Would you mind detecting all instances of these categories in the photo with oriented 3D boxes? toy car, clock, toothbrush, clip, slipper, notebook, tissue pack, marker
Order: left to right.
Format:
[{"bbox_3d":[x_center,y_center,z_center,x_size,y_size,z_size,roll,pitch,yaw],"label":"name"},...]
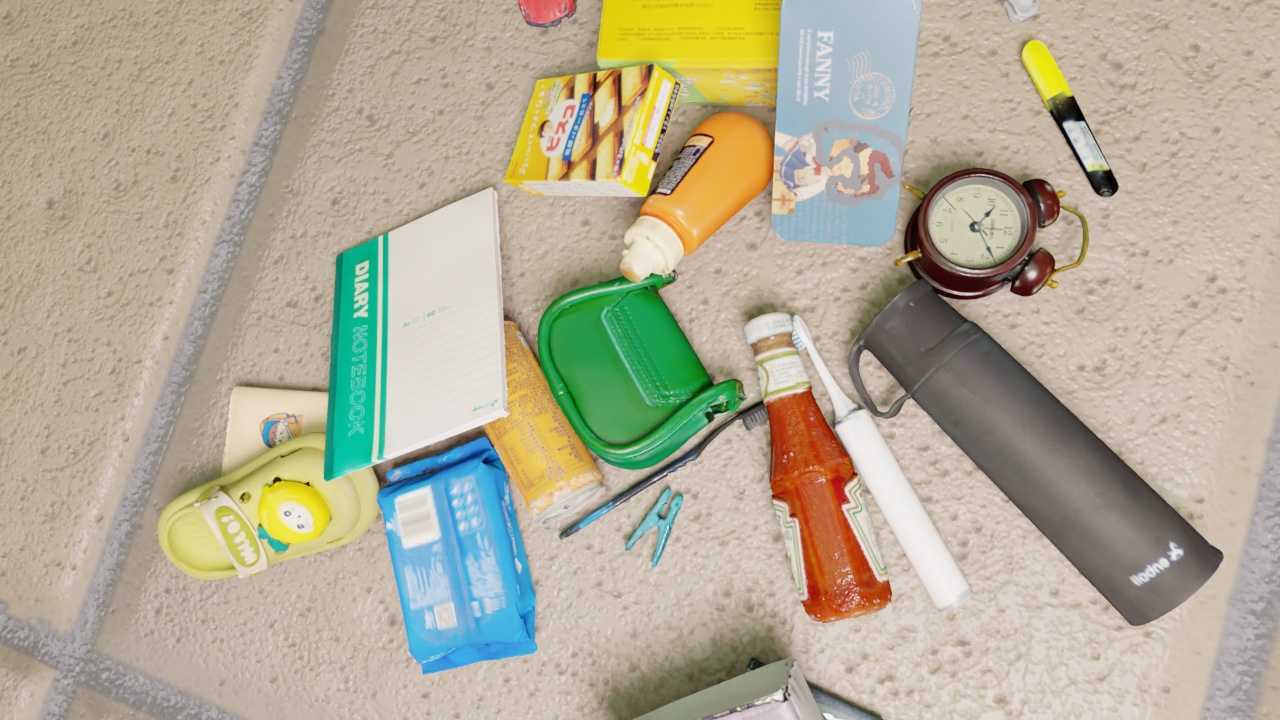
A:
[{"bbox_3d":[-0.283,0.124,0.678,0.191,0.081,0.092,-21,109,15],"label":"slipper"},{"bbox_3d":[-0.167,-0.025,0.676,0.150,0.012,0.208,-21,54,16],"label":"notebook"},{"bbox_3d":[-0.130,0.142,0.664,0.095,0.052,0.157,-18,77,11],"label":"tissue pack"},{"bbox_3d":[-0.078,-0.323,0.746,0.049,0.031,0.106,-6,81,13],"label":"toy car"},{"bbox_3d":[0.013,0.118,0.656,0.039,0.013,0.056,30,89,15],"label":"clip"},{"bbox_3d":[0.021,0.080,0.661,0.189,0.014,0.016,-33,91,5],"label":"toothbrush"},{"bbox_3d":[0.157,0.064,0.625,0.026,0.026,0.221,-36,73,30],"label":"toothbrush"},{"bbox_3d":[0.236,-0.085,0.619,0.122,0.055,0.082,7,82,12],"label":"clock"},{"bbox_3d":[0.268,-0.271,0.665,0.027,0.045,0.058,-30,81,5],"label":"clip"},{"bbox_3d":[0.300,-0.169,0.642,0.018,0.015,0.124,-24,79,8],"label":"marker"}]

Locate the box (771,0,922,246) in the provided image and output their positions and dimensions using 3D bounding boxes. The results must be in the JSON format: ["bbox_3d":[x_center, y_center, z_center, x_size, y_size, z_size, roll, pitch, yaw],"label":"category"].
[{"bbox_3d":[0.134,-0.169,0.604,0.090,0.059,0.184,4,124,14],"label":"box"}]

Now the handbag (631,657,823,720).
[{"bbox_3d":[0.067,0.302,0.552,0.145,0.098,0.197,-24,81,8],"label":"handbag"}]

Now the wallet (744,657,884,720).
[{"bbox_3d":[0.095,0.273,0.608,0.097,0.019,0.121,22,88,15],"label":"wallet"}]

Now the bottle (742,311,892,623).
[{"bbox_3d":[0.112,0.068,0.616,0.060,0.059,0.206,-17,79,9],"label":"bottle"}]

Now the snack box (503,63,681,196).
[{"bbox_3d":[-0.038,-0.166,0.674,0.141,0.033,0.087,12,83,49],"label":"snack box"}]

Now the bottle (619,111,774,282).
[{"bbox_3d":[0.035,-0.110,0.643,0.067,0.067,0.149,33,66,16],"label":"bottle"}]

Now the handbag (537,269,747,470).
[{"bbox_3d":[-0.004,0.004,0.651,0.120,0.068,0.131,-31,74,0],"label":"handbag"}]

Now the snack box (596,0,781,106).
[{"bbox_3d":[0.082,-0.275,0.680,0.210,0.070,0.157,5,82,14],"label":"snack box"}]

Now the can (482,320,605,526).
[{"bbox_3d":[-0.084,0.044,0.667,0.058,0.058,0.146,-32,75,5],"label":"can"}]

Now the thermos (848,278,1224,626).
[{"bbox_3d":[0.240,0.060,0.592,0.242,0.068,0.090,48,109,18],"label":"thermos"}]

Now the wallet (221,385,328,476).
[{"bbox_3d":[-0.275,0.066,0.725,0.115,0.024,0.087,3,84,10],"label":"wallet"}]
